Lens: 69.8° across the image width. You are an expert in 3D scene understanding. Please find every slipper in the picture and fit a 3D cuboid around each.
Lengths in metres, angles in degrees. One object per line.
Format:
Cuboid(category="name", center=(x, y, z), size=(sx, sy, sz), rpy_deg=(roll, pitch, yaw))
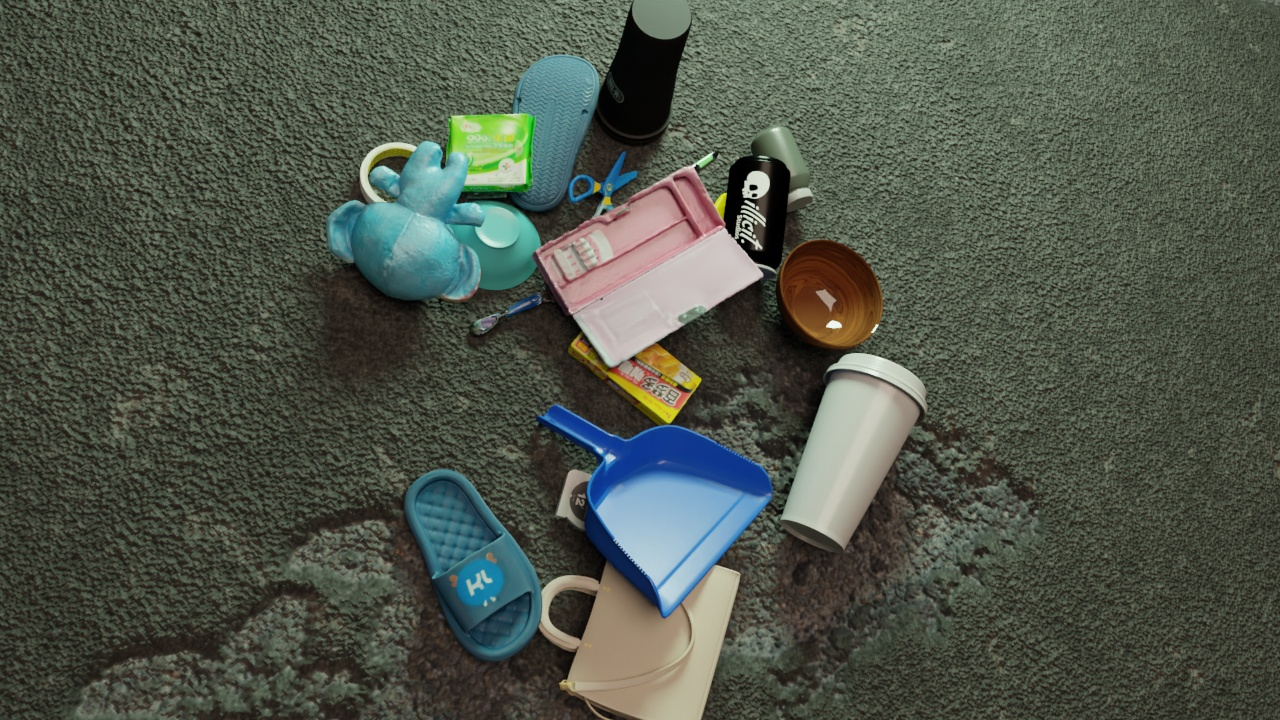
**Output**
Cuboid(category="slipper", center=(-0.118, -0.289, 1.165), size=(0.104, 0.059, 0.213), rpy_deg=(14, 81, -3))
Cuboid(category="slipper", center=(-0.175, 0.208, 0.964), size=(0.103, 0.059, 0.213), rpy_deg=(-26, 76, -19))

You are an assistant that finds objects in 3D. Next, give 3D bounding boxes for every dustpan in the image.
Cuboid(category="dustpan", center=(-0.012, 0.132, 1.024), size=(0.258, 0.060, 0.244), rpy_deg=(27, 37, 23))

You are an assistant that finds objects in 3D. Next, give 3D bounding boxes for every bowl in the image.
Cuboid(category="bowl", center=(-0.175, -0.149, 1.101), size=(0.121, 0.046, 0.121), rpy_deg=(6, 70, -16))
Cuboid(category="bowl", center=(0.233, -0.076, 1.193), size=(0.147, 0.069, 0.147), rpy_deg=(6, 71, -18))

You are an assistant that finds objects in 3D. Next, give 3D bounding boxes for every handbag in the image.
Cuboid(category="handbag", center=(-0.014, 0.284, 0.982), size=(0.198, 0.101, 0.194), rpy_deg=(19, 66, 2))

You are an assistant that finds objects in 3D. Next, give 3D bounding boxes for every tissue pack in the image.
Cuboid(category="tissue pack", center=(-0.183, -0.250, 1.118), size=(0.114, 0.034, 0.099), rpy_deg=(0, 80, 6))

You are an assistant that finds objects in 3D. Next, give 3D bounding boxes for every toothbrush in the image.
Cuboid(category="toothbrush", center=(0.042, -0.235, 1.219), size=(0.187, 0.017, 0.014), rpy_deg=(-39, 92, -27))

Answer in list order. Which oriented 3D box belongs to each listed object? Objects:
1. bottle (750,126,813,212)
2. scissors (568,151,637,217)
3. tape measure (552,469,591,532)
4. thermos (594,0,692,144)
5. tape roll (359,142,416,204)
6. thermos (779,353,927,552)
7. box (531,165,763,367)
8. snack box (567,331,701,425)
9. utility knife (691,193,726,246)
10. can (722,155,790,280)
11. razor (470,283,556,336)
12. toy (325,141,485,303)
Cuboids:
Cuboid(category="bottle", center=(0.195, -0.261, 1.252), size=(0.060, 0.060, 0.108), rpy_deg=(-16, 76, -22))
Cuboid(category="scissors", center=(-0.037, -0.214, 1.179), size=(0.132, 0.020, 0.097), rpy_deg=(-35, 112, -38))
Cuboid(category="tape measure", center=(-0.063, 0.162, 1.042), size=(0.065, 0.017, 0.064), rpy_deg=(19, 67, -10))
Cuboid(category="thermos", center=(0.006, -0.365, 1.146), size=(0.106, 0.219, 0.105), rpy_deg=(3, 74, -9))
Cuboid(category="tape roll", center=(-0.289, -0.216, 1.104), size=(0.094, 0.019, 0.094), rpy_deg=(6, 69, -16))
Cuboid(category="thermos", center=(0.251, 0.113, 1.108), size=(0.131, 0.132, 0.221), rpy_deg=(30, 73, -6))
Cuboid(category="box", center=(0.009, -0.113, 1.113), size=(0.232, 0.051, 0.180), rpy_deg=(-30, 83, -15))
Cuboid(category="snack box", center=(-0.007, 0.006, 1.111), size=(0.152, 0.025, 0.075), rpy_deg=(39, 65, -1))
Cuboid(category="utility knife", center=(0.077, -0.148, 1.197), size=(0.029, 0.020, 0.186), rpy_deg=(35, 63, -3))
Cuboid(category="can", center=(0.148, -0.184, 1.186), size=(0.080, 0.080, 0.146), rpy_deg=(10, 81, -15))
Cuboid(category="razor", center=(-0.140, -0.063, 1.097), size=(0.140, 0.018, 0.044), rpy_deg=(-29, 82, -24))
Cuboid(category="toy", center=(-0.254, -0.156, 1.046), size=(0.183, 0.115, 0.180), rpy_deg=(21, 86, 1))
